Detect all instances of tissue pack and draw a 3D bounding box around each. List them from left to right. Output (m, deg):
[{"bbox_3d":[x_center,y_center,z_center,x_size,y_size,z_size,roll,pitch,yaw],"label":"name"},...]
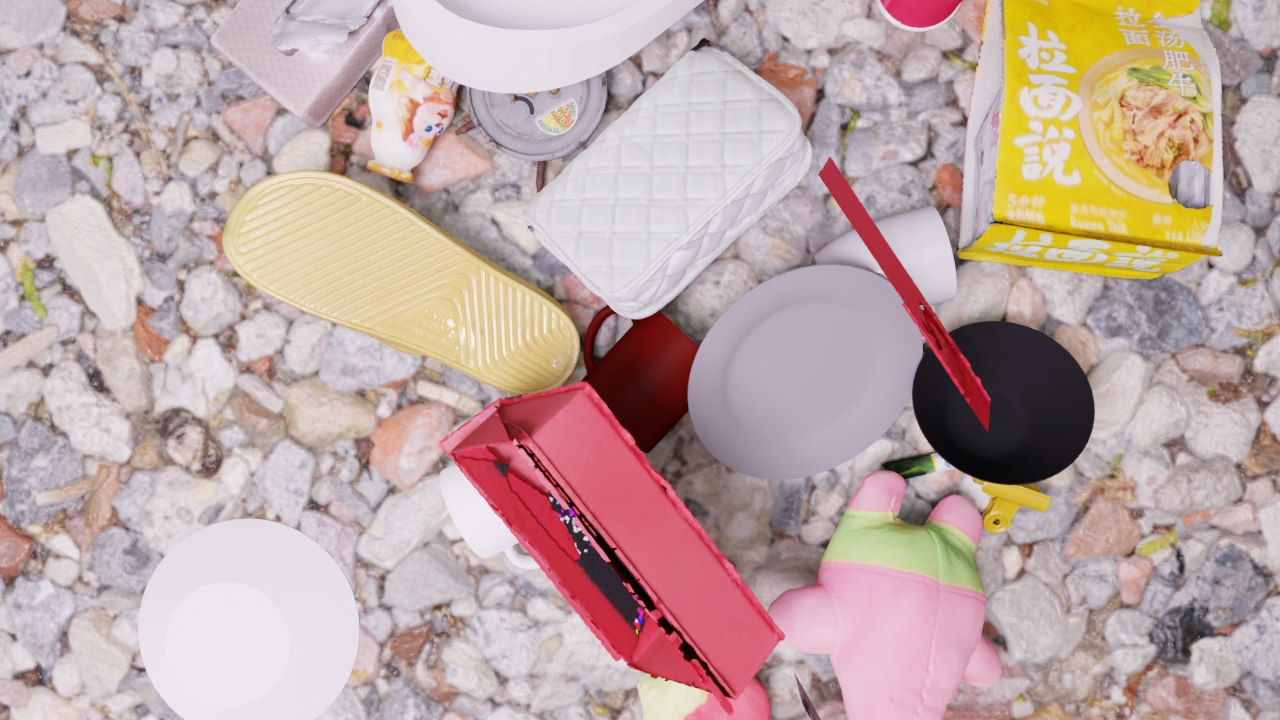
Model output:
[{"bbox_3d":[-0.224,-0.272,0.684,0.104,0.071,0.181,41,87,1],"label":"tissue pack"}]

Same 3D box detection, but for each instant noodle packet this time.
[{"bbox_3d":[0.331,-0.182,0.673,0.163,0.084,0.221,6,84,-1],"label":"instant noodle packet"}]

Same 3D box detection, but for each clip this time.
[{"bbox_3d":[0.278,0.107,0.699,0.054,0.046,0.048,18,57,0],"label":"clip"}]

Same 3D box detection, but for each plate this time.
[{"bbox_3d":[-0.307,0.211,0.701,0.174,0.036,0.174,0,90,1],"label":"plate"},{"bbox_3d":[0.119,0.011,0.666,0.178,0.012,0.179,-6,121,-11],"label":"plate"}]

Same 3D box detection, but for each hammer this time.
[{"bbox_3d":[0.017,0.362,0.674,0.301,0.037,0.218,-18,108,6],"label":"hammer"}]

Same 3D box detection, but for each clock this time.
[{"bbox_3d":[-0.067,-0.210,0.684,0.104,0.056,0.148,36,93,1],"label":"clock"}]

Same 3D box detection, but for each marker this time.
[{"bbox_3d":[0.259,0.071,0.701,0.146,0.017,0.017,-12,90,1],"label":"marker"}]

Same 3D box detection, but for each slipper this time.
[{"bbox_3d":[-0.167,-0.055,0.680,0.263,0.078,0.099,27,91,-16],"label":"slipper"}]

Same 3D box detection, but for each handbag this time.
[{"bbox_3d":[0.020,-0.128,0.666,0.195,0.072,0.139,-42,59,1],"label":"handbag"}]

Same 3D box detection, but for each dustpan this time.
[{"bbox_3d":[-0.057,-0.302,0.641,0.257,0.053,0.191,-41,81,-12],"label":"dustpan"}]

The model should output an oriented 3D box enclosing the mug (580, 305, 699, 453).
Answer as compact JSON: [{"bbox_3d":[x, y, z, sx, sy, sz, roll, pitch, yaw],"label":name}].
[{"bbox_3d":[-0.004,0.004,0.682,0.082,0.073,0.105,-47,66,1],"label":"mug"}]

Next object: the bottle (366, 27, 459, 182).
[{"bbox_3d":[-0.171,-0.189,0.683,0.063,0.063,0.108,19,98,1],"label":"bottle"}]

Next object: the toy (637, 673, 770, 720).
[{"bbox_3d":[0.059,0.275,0.690,0.135,0.045,0.092,42,95,-4],"label":"toy"}]

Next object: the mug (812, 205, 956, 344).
[{"bbox_3d":[0.181,-0.053,0.683,0.089,0.071,0.107,-14,118,7],"label":"mug"}]

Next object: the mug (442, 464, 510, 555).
[{"bbox_3d":[-0.082,0.107,0.686,0.090,0.073,0.110,-28,116,1],"label":"mug"}]

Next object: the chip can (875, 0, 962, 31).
[{"bbox_3d":[0.213,-0.288,0.596,0.069,0.220,0.069,0,90,1],"label":"chip can"}]

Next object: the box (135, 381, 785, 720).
[{"bbox_3d":[-0.116,0.181,0.591,0.375,0.148,0.213,-34,104,6],"label":"box"}]

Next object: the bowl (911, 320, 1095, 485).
[{"bbox_3d":[0.259,0.038,0.675,0.124,0.052,0.124,-3,68,6],"label":"bowl"}]

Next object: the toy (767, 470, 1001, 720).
[{"bbox_3d":[0.182,0.200,0.645,0.192,0.097,0.236,18,64,-14],"label":"toy"}]
